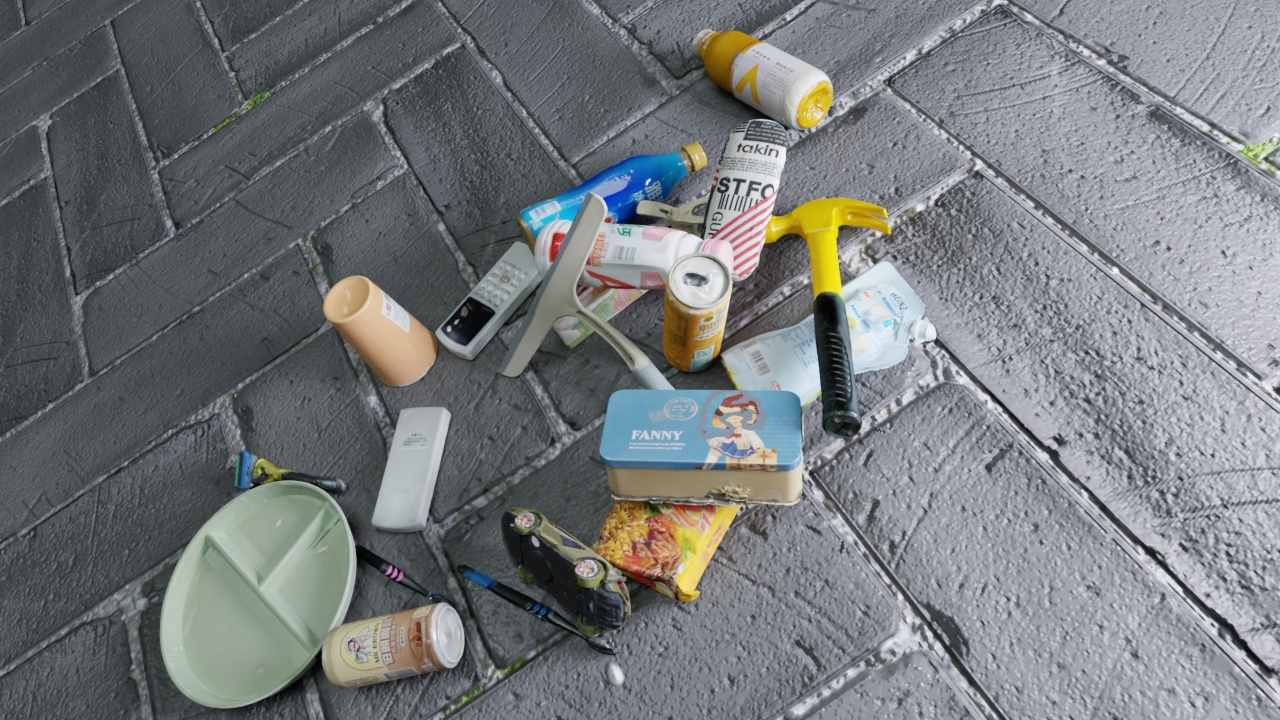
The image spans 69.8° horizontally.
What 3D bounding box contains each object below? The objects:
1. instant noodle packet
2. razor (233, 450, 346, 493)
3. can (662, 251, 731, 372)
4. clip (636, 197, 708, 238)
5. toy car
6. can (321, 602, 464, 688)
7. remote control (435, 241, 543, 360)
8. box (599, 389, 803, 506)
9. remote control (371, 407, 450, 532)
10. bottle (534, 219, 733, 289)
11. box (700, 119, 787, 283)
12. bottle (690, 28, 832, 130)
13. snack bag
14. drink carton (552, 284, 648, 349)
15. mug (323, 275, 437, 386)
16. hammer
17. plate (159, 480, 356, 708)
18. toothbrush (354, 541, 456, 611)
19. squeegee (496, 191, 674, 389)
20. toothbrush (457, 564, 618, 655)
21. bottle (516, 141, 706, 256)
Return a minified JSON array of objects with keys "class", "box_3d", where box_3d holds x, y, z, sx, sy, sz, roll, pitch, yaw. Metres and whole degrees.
[{"class":"instant noodle packet","box_3d":[0.025,0.139,0.820,0.111,0.044,0.128,19,69,25]},{"class":"razor","box_3d":[-0.376,0.126,0.993,0.143,0.022,0.042,5,93,20]},{"class":"can","box_3d":[0.050,-0.041,0.850,0.058,0.146,0.058,0,67,0]},{"class":"clip","box_3d":[0.049,-0.150,0.985,0.100,0.072,0.034,2,62,15]},{"class":"toy car","box_3d":[-0.069,0.182,0.811,0.158,0.070,0.042,29,41,36]},{"class":"can","box_3d":[-0.223,0.259,0.833,0.116,0.058,0.058,-15,57,12]},{"class":"remote control","box_3d":[-0.165,-0.069,1.028,0.058,0.021,0.149,30,74,32]},{"class":"box","box_3d":[0.048,0.074,0.790,0.184,0.062,0.089,0,43,6]},{"class":"remote control","box_3d":[-0.236,0.112,0.949,0.056,0.019,0.134,-4,60,18]},{"class":"bottle","box_3d":[-0.006,-0.102,0.897,0.197,0.068,0.068,6,63,27]},{"class":"box","box_3d":[0.105,-0.154,0.918,0.076,0.086,0.162,11,88,23]},{"class":"bottle","box_3d":[0.131,-0.325,1.039,0.068,0.068,0.189,-43,55,-7]},{"class":"snack bag","box_3d":[0.174,-0.016,0.856,0.191,0.039,0.110,-27,39,2]},{"class":"drink carton","box_3d":[-0.046,-0.072,0.970,0.122,0.045,0.053,-37,56,-2]},{"class":"mug","box_3d":[-0.282,-0.034,0.990,0.078,0.123,0.078,-9,58,15]},{"class":"hammer","box_3d":[0.174,-0.053,0.841,0.129,0.033,0.299,-12,43,18]},{"class":"plate","box_3d":[-0.383,0.232,0.925,0.230,0.027,0.229,-11,58,18]},{"class":"toothbrush","box_3d":[-0.250,0.204,0.902,0.189,0.018,0.014,21,72,31]},{"class":"squeegee","box_3d":[-0.005,0.005,0.886,0.246,0.247,0.039,44,39,15]},{"class":"toothbrush","box_3d":[-0.098,0.223,0.834,0.190,0.016,0.014,19,61,30]},{"class":"bottle","box_3d":[-0.028,-0.181,1.012,0.218,0.065,0.065,-28,54,-8]}]
